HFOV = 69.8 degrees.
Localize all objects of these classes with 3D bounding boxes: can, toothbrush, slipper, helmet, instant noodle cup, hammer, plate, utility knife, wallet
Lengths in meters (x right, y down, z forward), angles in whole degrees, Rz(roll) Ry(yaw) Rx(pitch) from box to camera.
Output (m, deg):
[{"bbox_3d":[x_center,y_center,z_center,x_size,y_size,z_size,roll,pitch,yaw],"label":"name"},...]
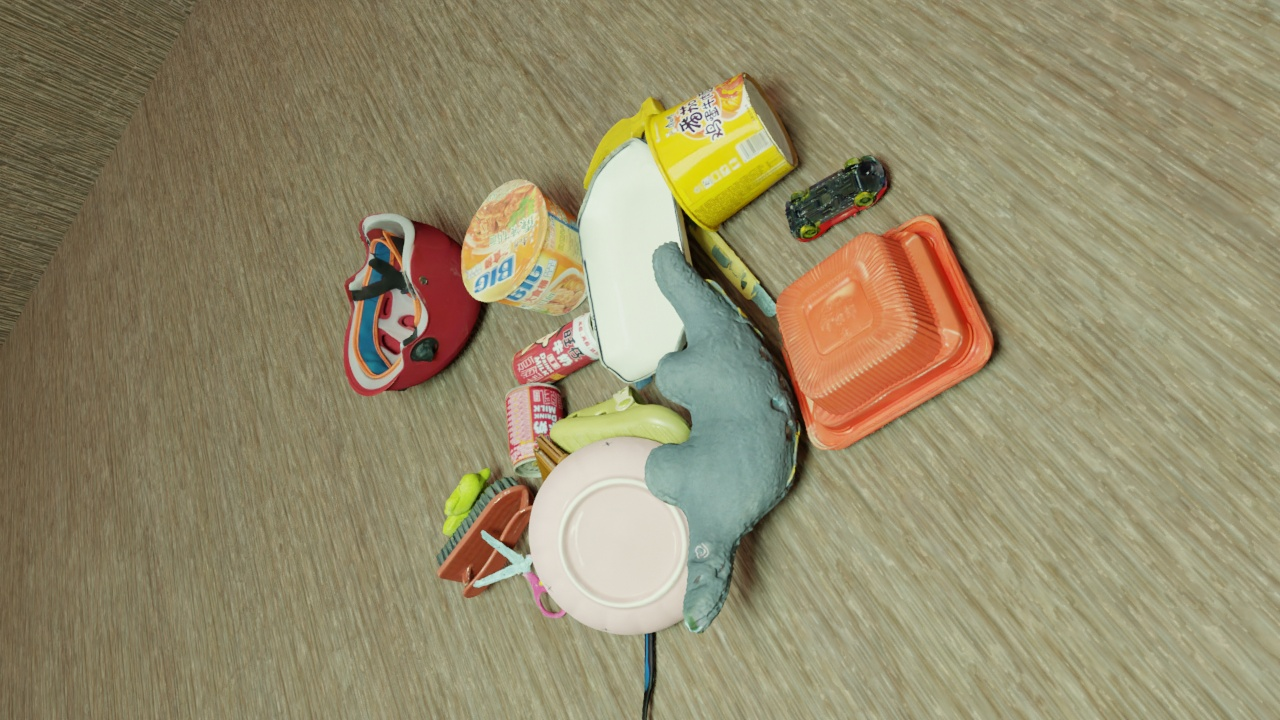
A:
[{"bbox_3d":[-0.089,-0.010,1.069,0.133,0.053,0.053,-27,58,33],"label":"can"},{"bbox_3d":[0.010,0.293,0.901,0.014,0.016,0.189,-23,57,46],"label":"toothbrush"},{"bbox_3d":[-0.010,0.073,0.958,0.191,0.091,0.081,-14,31,46],"label":"slipper"},{"bbox_3d":[-0.119,0.081,1.054,0.067,0.066,0.093,-27,58,33],"label":"can"},{"bbox_3d":[-0.297,-0.068,1.223,0.207,0.143,0.240,36,114,44],"label":"helmet"},{"bbox_3d":[0.191,-0.029,0.800,0.189,0.079,0.164,-39,48,33],"label":"instant noodle cup"},{"bbox_3d":[0.010,-0.163,1.046,0.129,0.032,0.300,-37,53,28],"label":"hammer"},{"bbox_3d":[0.086,-0.217,0.933,0.110,0.138,0.138,-28,57,24],"label":"instant noodle cup"},{"bbox_3d":[-0.015,0.169,0.870,0.192,0.039,0.192,0,91,7],"label":"plate"},{"bbox_3d":[0.094,-0.104,0.960,0.190,0.020,0.031,51,139,37],"label":"utility knife"},{"bbox_3d":[-0.126,-0.127,1.103,0.152,0.111,0.151,-17,64,38],"label":"instant noodle cup"},{"bbox_3d":[0.001,-0.107,0.981,0.162,0.034,0.265,-32,61,45],"label":"plate"},{"bbox_3d":[-0.067,0.142,0.963,0.035,0.119,0.131,-29,40,-24],"label":"wallet"}]

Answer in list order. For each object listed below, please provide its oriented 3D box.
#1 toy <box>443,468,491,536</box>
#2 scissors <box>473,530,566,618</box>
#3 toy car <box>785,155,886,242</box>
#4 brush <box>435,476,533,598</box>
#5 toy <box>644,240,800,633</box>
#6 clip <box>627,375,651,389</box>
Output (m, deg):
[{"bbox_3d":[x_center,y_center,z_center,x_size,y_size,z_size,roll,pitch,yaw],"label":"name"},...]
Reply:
[{"bbox_3d":[-0.206,0.170,1.098,0.031,0.100,0.096,37,83,13],"label":"toy"},{"bbox_3d":[-0.122,0.222,1.013,0.133,0.017,0.130,35,88,17],"label":"scissors"},{"bbox_3d":[0.188,-0.154,0.879,0.107,0.031,0.049,-30,57,33],"label":"toy car"},{"bbox_3d":[-0.171,0.204,1.063,0.146,0.063,0.069,-53,45,12],"label":"brush"},{"bbox_3d":[0.075,0.063,0.832,0.092,0.137,0.355,138,134,-64],"label":"toy"},{"bbox_3d":[-0.007,0.004,1.014,0.027,0.043,0.058,-42,47,26],"label":"clip"}]
